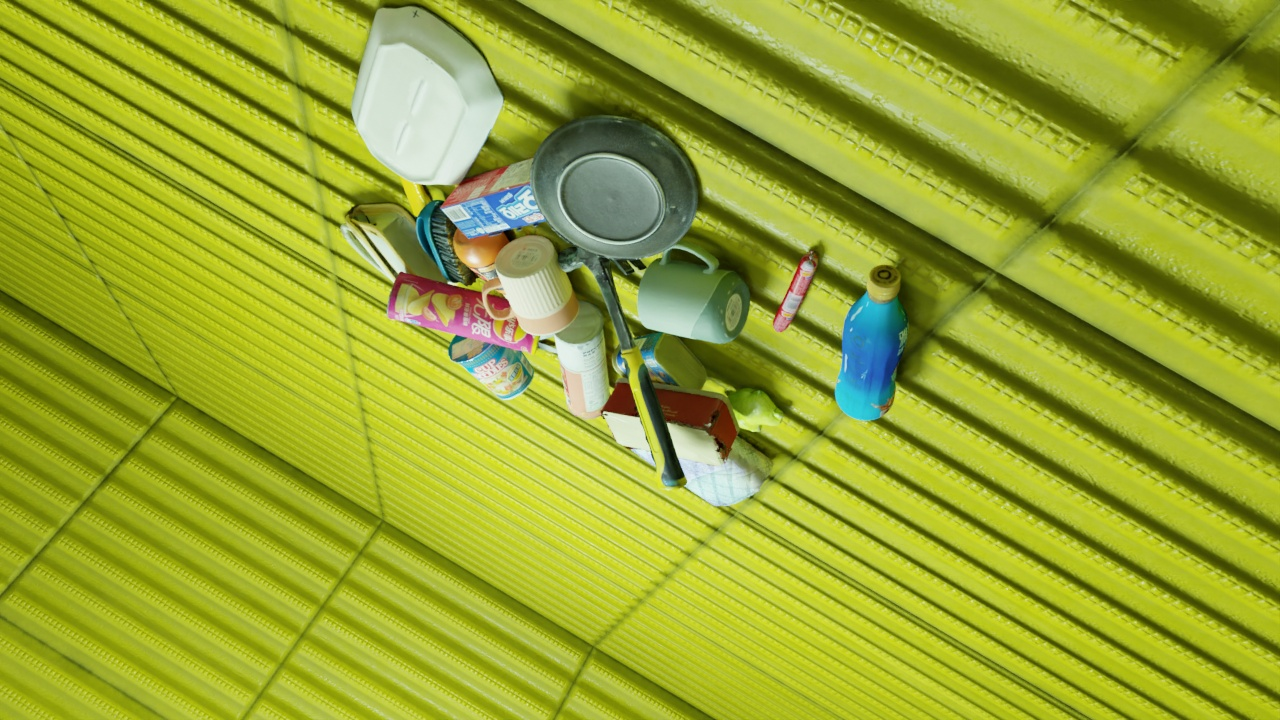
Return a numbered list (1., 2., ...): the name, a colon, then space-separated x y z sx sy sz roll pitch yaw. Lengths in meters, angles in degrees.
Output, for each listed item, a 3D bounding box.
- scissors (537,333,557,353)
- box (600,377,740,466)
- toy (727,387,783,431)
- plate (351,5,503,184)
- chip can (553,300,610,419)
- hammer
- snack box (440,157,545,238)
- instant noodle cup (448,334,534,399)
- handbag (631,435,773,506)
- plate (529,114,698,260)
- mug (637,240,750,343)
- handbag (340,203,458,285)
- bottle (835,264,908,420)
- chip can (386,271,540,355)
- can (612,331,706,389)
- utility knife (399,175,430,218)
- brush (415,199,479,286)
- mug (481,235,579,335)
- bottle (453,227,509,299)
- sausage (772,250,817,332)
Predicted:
1. scissors: -0.211 -0.041 1.415 0.198 0.021 0.228 39 152 -13
2. box: 0.036 0.087 1.198 0.168 0.076 0.091 9 143 30
3. toy: 0.144 0.066 1.222 0.097 0.031 0.100 25 152 16
4. plate: -0.252 -0.281 1.031 0.162 0.034 0.266 36 149 -11
5. chip can: -0.081 0.005 1.305 0.071 0.071 0.215 23 152 16
6. hammer: -0.007 0.007 1.117 0.126 0.031 0.323 -9 103 52
7. snack box: -0.149 -0.190 1.066 0.208 0.058 0.057 -2 138 48
8. instant noodle cup: -0.217 -0.001 1.382 0.099 0.099 0.110 4 143 42
9. handbag: 0.083 0.128 1.340 0.194 0.075 0.134 36 148 -10
10. plate: -0.029 -0.170 0.949 0.179 0.024 0.180 7 135 7
11. mug: 0.061 -0.078 1.024 0.106 0.082 0.112 14 125 31
12. handbag: -0.374 -0.154 1.359 0.179 0.063 0.163 11 145 41
13. bottle: 0.241 -0.017 0.948 0.065 0.065 0.219 21 151 20
14. chip can: -0.242 -0.066 1.286 0.210 0.071 0.072 14 153 -4
15. can: 0.027 0.009 1.220 0.083 0.057 0.102 -8 134 48
16. utility knife: -0.295 -0.235 1.188 0.033 0.015 0.168 17 149 14
17. brush: -0.263 -0.159 1.233 0.073 0.055 0.144 17 149 17
18. mug: -0.148 -0.092 1.180 0.114 0.081 0.106 -16 138 3
19. bottle: -0.187 -0.125 1.217 0.067 0.066 0.149 12 154 33
20. sausage: 0.166 -0.071 0.985 0.020 0.020 0.156 27 152 8
